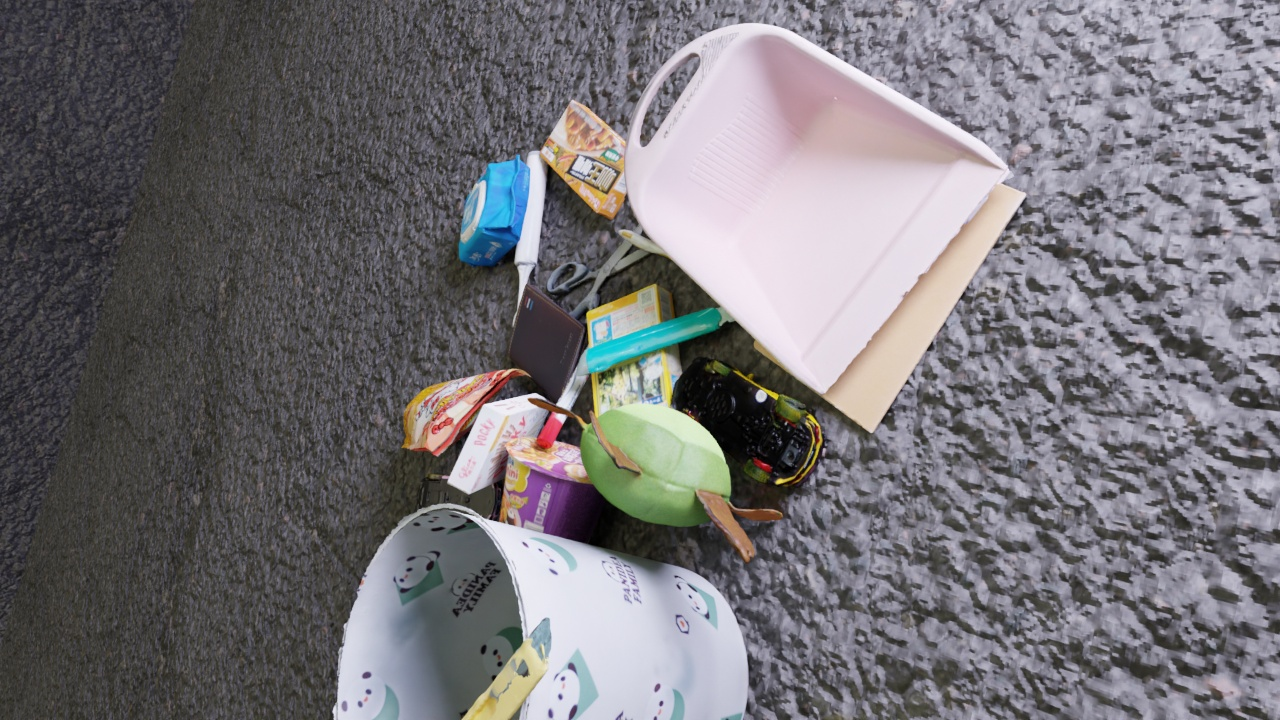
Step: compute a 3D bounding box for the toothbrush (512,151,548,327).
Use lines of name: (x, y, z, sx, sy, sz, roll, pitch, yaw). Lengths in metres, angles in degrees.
toothbrush: (-0.130, -0.138, 1.066, 0.027, 0.026, 0.220, -6, 73, 35)

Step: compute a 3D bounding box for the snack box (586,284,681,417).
snack box: (-0.005, 0.005, 0.880, 0.087, 0.033, 0.140, -21, 61, 30)

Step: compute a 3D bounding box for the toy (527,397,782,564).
toy: (0.012, 0.082, 0.725, 0.090, 0.227, 0.247, -60, 5, -4)

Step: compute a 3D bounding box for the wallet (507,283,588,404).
wallet: (-0.100, -0.016, 0.987, 0.122, 0.020, 0.096, 39, 121, 44)

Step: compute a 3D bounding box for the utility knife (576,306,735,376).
utility knife: (0.030, -0.024, 0.838, 0.206, 0.013, 0.029, -18, 63, 21)

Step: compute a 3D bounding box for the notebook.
notebook: (0.189, -0.066, 0.733, 0.148, 0.008, 0.208, 41, 106, 45)

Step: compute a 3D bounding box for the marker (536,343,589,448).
marker: (-0.065, 0.024, 0.908, 0.017, 0.017, 0.144, -10, 43, 43)

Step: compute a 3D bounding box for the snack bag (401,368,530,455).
snack bag: (-0.199, 0.057, 0.991, 0.128, 0.073, 0.208, -41, 10, -23)

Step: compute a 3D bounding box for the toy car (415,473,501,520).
toy car: (-0.204, 0.158, 1.036, 0.123, 0.037, 0.056, -1, 79, 32)

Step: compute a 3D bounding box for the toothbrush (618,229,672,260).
toothbrush: (0.037, -0.094, 0.886, 0.191, 0.016, 0.018, 31, 105, 43)

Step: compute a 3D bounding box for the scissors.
scissors: (-0.041, -0.092, 0.970, 0.175, 0.014, 0.159, 14, 86, 45)

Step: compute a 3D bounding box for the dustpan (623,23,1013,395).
dustpan: (0.104, -0.141, 0.738, 0.223, 0.138, 0.273, -56, 39, 16)

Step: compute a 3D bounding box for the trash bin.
trash bin: (-0.063, 0.240, 0.708, 0.230, 0.251, 0.229, -17, 65, 41)

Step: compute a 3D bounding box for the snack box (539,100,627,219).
snack box: (-0.055, -0.225, 1.019, 0.075, 0.026, 0.153, -56, 46, 17)

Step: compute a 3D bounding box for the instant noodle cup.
instant noodle cup: (-0.085, 0.138, 0.878, 0.112, 0.111, 0.099, 27, 106, 46)

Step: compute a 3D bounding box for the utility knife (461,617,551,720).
utility knife: (-0.096, 0.218, 0.559, 0.165, 0.018, 0.031, -50, 55, 14)

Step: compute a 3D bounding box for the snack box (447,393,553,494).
snack box: (-0.136, 0.079, 0.918, 0.027, 0.156, 0.085, 27, 97, 9)

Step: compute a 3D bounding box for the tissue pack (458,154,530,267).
tissue pack: (-0.174, -0.172, 1.078, 0.157, 0.052, 0.095, -25, 57, 62)

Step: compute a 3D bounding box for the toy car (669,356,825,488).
toy car: (0.087, 0.048, 0.773, 0.156, 0.041, 0.071, 33, 100, 44)
